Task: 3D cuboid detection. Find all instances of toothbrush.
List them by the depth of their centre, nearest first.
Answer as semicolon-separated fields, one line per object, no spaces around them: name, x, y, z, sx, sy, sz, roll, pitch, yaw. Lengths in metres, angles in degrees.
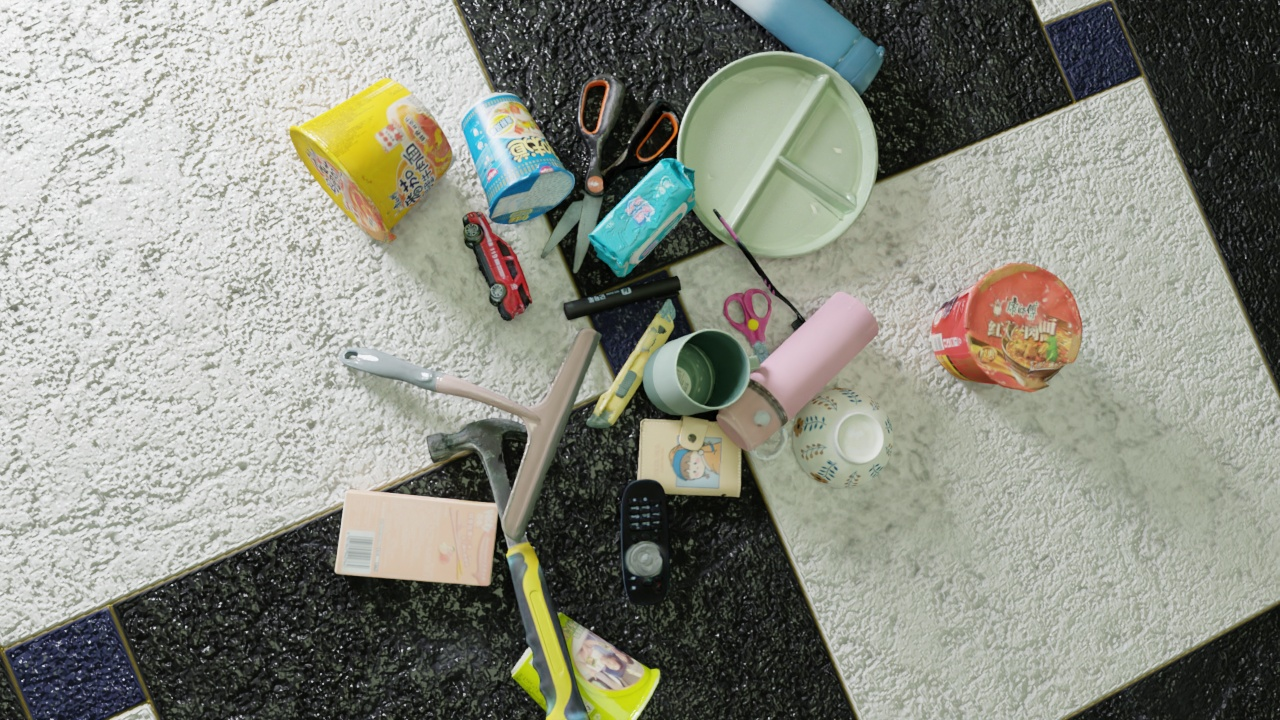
toothbrush;0.135;-0.092;1.020;0.018;0.014;0.189;-40;104;-1

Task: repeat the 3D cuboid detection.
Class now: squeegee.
squeegee;-0.195;0.029;0.943;0.249;0.040;0.247;18;65;2

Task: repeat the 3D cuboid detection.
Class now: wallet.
wallet;0.054;0.104;1.004;0.115;0.024;0.087;4;90;-8

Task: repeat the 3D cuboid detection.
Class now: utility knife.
utility knife;-0.006;0.006;1.007;0.031;0.018;0.166;34;77;-15

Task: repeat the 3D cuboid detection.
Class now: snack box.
snack box;-0.229;0.183;0.949;0.157;0.026;0.084;7;84;-9

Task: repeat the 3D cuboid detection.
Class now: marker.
marker;-0.020;-0.068;1.006;0.132;0.020;0.022;-15;117;-11

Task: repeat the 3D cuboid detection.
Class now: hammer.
hammer;-0.112;0.204;0.911;0.126;0.032;0.323;-15;67;-15

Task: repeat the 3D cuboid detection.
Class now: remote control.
remote control;0.005;0.194;0.985;0.053;0.024;0.136;-2;93;-8

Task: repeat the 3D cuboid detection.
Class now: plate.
plate;0.153;-0.228;1.032;0.230;0.027;0.230;0;90;-6

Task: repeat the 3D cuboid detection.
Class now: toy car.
toy car;-0.152;-0.102;0.971;0.045;0.053;0.120;-26;93;-12

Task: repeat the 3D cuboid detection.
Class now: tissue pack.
tissue pack;0.007;-0.151;0.967;0.050;0.093;0.133;44;94;5

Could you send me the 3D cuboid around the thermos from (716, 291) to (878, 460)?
thermos;0.174;0.021;0.996;0.198;0.067;0.087;-44;106;-13

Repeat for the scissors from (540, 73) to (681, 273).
scissors;-0.031;-0.205;1.012;0.189;0.022;0.229;-5;86;-10

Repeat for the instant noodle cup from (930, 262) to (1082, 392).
instant noodle cup;0.398;-0.034;1.025;0.138;0.109;0.138;1;86;-9

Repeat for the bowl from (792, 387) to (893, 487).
bowl;0.231;0.086;1.014;0.113;0.062;0.113;0;87;-8

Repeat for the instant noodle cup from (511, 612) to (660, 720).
instant noodle cup;-0.061;0.323;0.932;0.123;0.112;0.111;38;81;4

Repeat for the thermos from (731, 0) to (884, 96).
thermos;0.178;-0.386;1.039;0.220;0.070;0.070;38;81;-5

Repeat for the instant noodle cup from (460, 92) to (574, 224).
instant noodle cup;-0.135;-0.215;0.961;0.099;0.099;0.110;-23;77;-10

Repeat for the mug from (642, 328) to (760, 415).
mug;0.067;0.013;0.967;0.111;0.106;0.082;-10;86;-21

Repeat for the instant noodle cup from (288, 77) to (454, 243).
instant noodle cup;-0.264;-0.207;0.924;0.109;0.138;0.138;-44;93;-19

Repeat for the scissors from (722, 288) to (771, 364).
scissors;0.135;-0.015;1.029;0.056;0.017;0.133;-18;92;4
